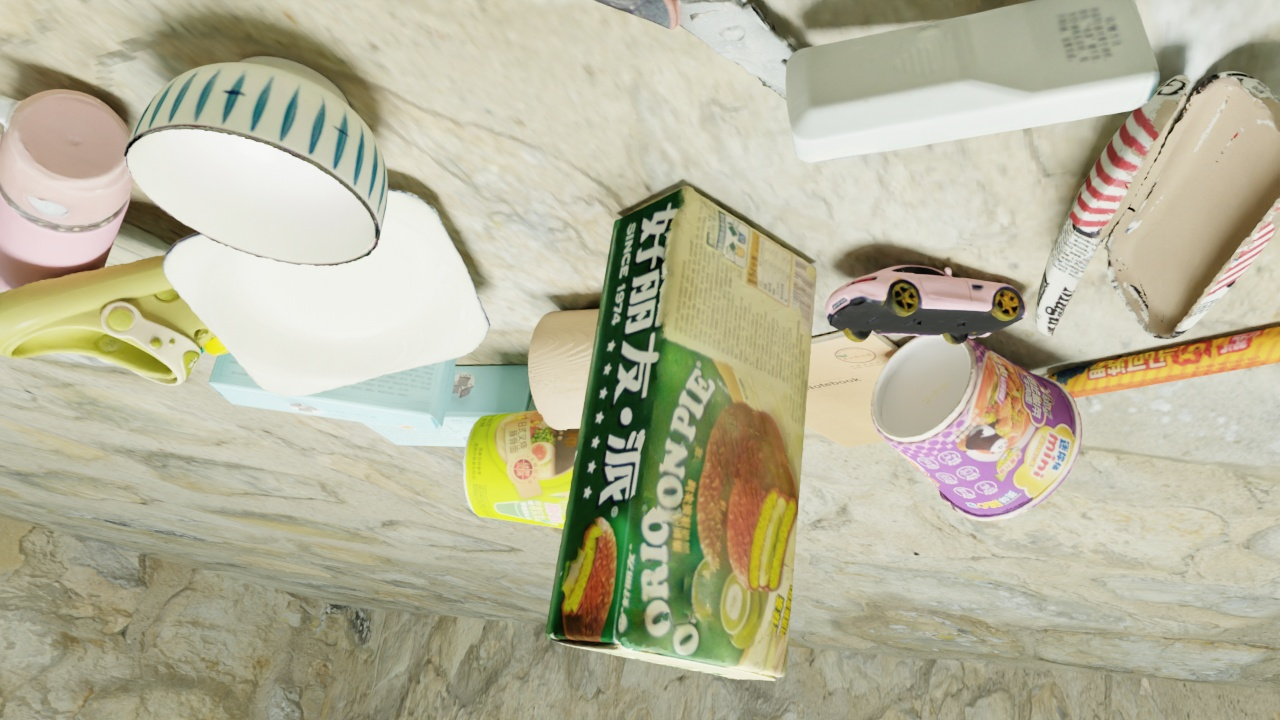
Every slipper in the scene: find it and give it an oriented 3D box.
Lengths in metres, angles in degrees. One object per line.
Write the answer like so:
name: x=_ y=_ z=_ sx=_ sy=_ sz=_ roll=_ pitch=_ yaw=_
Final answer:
slipper: x=-0.313 y=-0.021 z=0.591 sx=0.190 sy=0.081 sz=0.092 roll=-17 pitch=179 yaw=-36

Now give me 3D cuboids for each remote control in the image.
remote control: x=0.116 y=-0.106 z=0.338 sx=0.125 sy=0.049 sz=0.024 roll=-7 pitch=151 yaw=13

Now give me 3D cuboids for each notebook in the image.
notebook: x=0.169 y=0.028 z=0.724 sx=0.148 sy=0.008 sz=0.207 roll=-13 pitch=150 yaw=42

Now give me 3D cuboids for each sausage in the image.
sausage: x=0.335 y=0.004 z=0.586 sx=0.021 sy=0.021 sz=0.166 roll=24 pitch=153 yaw=-35

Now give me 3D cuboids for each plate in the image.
plate: x=-0.189 y=-0.046 z=0.576 sx=0.163 sy=0.034 sz=0.164 roll=-14 pitch=145 yaw=-1

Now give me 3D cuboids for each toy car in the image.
toy car: x=0.167 y=-0.033 z=0.539 sx=0.122 sy=0.037 sz=0.056 roll=2 pitch=164 yaw=-20

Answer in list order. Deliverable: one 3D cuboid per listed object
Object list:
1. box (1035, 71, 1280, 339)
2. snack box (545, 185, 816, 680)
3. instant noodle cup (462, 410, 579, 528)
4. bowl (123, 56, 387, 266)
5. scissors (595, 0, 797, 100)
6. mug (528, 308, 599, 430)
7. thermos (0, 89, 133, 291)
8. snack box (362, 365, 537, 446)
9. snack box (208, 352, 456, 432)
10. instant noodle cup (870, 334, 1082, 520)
box: x=0.216 y=-0.059 z=0.412 sx=0.087 sy=0.076 sz=0.163 roll=-16 pitch=156 yaw=6
snack box: x=0.030 y=0.039 z=0.492 sx=0.114 sy=0.239 sz=0.063 roll=23 pitch=155 yaw=-36
instant noodle cup: x=-0.068 y=0.083 z=0.710 sx=0.123 sy=0.111 sz=0.112 roll=0 pitch=157 yaw=10
bowl: x=-0.178 y=-0.102 z=0.447 sx=0.116 sy=0.066 sz=0.117 roll=7 pitch=157 yaw=3
scissors: x=0.035 y=-0.141 z=0.345 sx=0.208 sy=0.015 sz=0.186 roll=9 pitch=157 yaw=-2
mug: x=-0.004 y=0.004 z=0.646 sx=0.104 sy=0.084 sz=0.124 roll=-4 pitch=180 yaw=24
thermos: x=-0.349 y=-0.092 z=0.533 sx=0.087 sy=0.067 sz=0.199 roll=23 pitch=155 yaw=-28
snack box: x=-0.158 y=0.041 z=0.811 sx=0.175 sy=0.051 sz=0.074 roll=-1 pitch=154 yaw=19
snack box: x=-0.236 y=0.004 z=0.716 sx=0.175 sy=0.074 sz=0.052 roll=8 pitch=159 yaw=0
instant noodle cup: x=0.216 y=0.038 z=0.611 sx=0.099 sy=0.111 sz=0.112 roll=31 pitch=150 yaw=-29
